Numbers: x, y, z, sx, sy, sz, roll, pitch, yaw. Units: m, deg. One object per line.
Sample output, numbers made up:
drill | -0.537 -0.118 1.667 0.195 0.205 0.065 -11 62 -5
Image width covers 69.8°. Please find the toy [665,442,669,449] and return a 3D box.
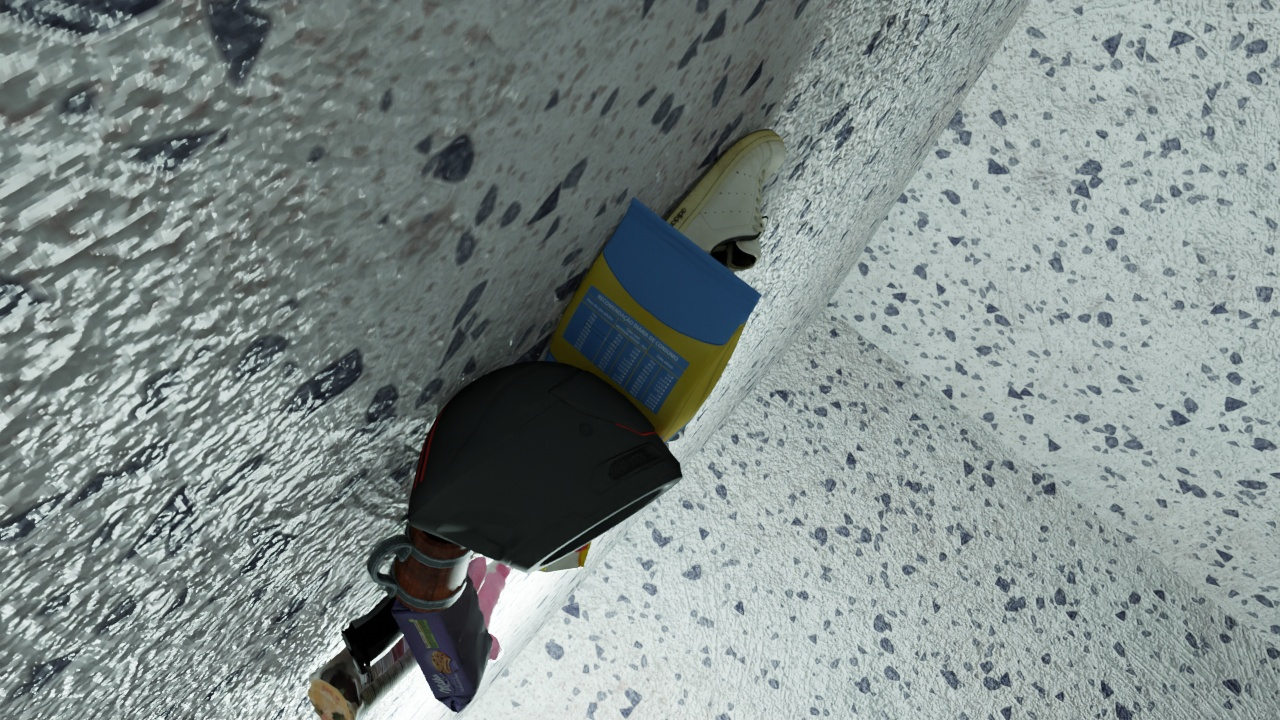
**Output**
toy | -0.038 0.140 1.357 0.246 0.141 0.268 -51 -173 -9

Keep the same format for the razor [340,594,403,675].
razor | -0.283 0.288 1.048 0.060 0.057 0.155 -5 -160 32

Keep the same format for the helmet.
helmet | -0.093 0.085 0.817 0.263 0.170 0.165 -21 163 -48

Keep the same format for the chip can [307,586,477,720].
chip can | -0.292 0.338 1.105 0.228 0.080 0.080 -39 164 -54

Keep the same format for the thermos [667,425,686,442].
thermos | 0.040 -0.013 1.046 0.108 0.084 0.198 -20 -130 53

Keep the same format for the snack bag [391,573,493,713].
snack bag | -0.221 0.314 1.069 0.096 0.058 0.206 -74 158 -49

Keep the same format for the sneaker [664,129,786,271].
sneaker | 0.105 -0.157 1.007 0.241 0.102 0.089 -47 168 -22

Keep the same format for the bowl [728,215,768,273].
bowl | 0.098 -0.147 1.132 0.115 0.059 0.116 -48 169 -13

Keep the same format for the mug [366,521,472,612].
mug | -0.229 0.205 0.952 0.117 0.081 0.111 -16 145 -37

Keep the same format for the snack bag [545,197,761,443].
snack bag | 0.014 -0.035 0.896 0.102 0.159 0.206 -36 160 -47

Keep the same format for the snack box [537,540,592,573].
snack box | -0.077 0.125 1.066 0.110 0.062 0.230 24 84 -68

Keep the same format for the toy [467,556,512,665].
toy | -0.238 0.371 1.309 0.187 0.128 0.265 -50 178 18
